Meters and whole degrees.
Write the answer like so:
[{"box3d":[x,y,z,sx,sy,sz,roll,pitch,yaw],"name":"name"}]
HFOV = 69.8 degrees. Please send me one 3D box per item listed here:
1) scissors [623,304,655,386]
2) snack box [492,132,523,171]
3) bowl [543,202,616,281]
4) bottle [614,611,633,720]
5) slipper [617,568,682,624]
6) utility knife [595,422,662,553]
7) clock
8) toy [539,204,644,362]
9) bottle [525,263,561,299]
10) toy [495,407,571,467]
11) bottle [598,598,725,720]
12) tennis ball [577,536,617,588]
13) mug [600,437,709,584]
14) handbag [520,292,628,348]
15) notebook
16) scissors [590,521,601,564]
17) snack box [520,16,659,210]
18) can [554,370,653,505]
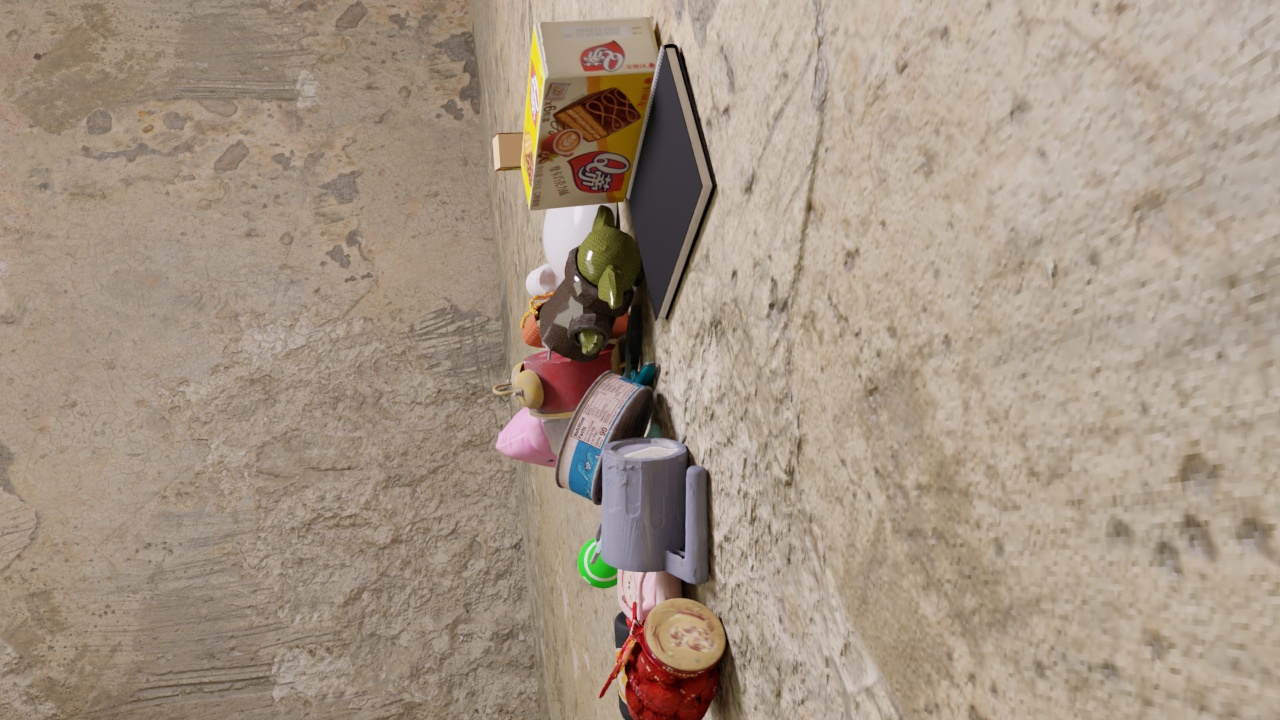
[{"box3d":[-0.005,0.006,0.988,0.155,0.019,0.124,146,119,-75],"name":"scissors"},{"box3d":[-0.114,-0.258,1.129,0.088,0.125,0.040,-144,50,-74],"name":"snack box"},{"box3d":[-0.083,-0.162,1.104,0.150,0.043,0.149,-17,70,57],"name":"bowl"},{"box3d":[0.006,0.359,0.979,0.059,0.059,0.182,-146,52,-75],"name":"bottle"},{"box3d":[0.003,0.215,0.946,0.221,0.055,0.107,-125,34,-71],"name":"slipper"},{"box3d":[-0.017,0.139,0.964,0.166,0.015,0.022,-64,30,21],"name":"utility knife"},{"box3d":[-0.095,0.016,1.073,0.117,0.158,0.081,-147,47,-75],"name":"clock"},{"box3d":[-0.049,-0.069,0.965,0.153,0.078,0.179,-57,26,33],"name":"toy"},{"box3d":[-0.128,-0.105,1.238,0.136,0.044,0.044,-173,79,-76],"name":"bottle"},{"box3d":[-0.127,0.102,1.239,0.265,0.128,0.186,40,-148,-75],"name":"toy"},{"box3d":[0.020,0.264,0.797,0.098,0.099,0.111,-108,22,-46],"name":"bottle"},{"box3d":[-0.047,0.256,1.165,0.065,0.065,0.065,174,91,-78],"name":"tennis ball"},{"box3d":[0.017,0.133,0.829,0.124,0.083,0.104,13,107,52],"name":"mug"},{"box3d":[-0.086,-0.051,1.119,0.172,0.108,0.060,156,109,-77],"name":"handbag"},{"box3d":[0.022,-0.150,0.814,0.207,0.016,0.148,109,153,-61],"name":"notebook"},{"box3d":[-0.026,0.141,1.017,0.142,0.014,0.175,-19,53,64],"name":"scissors"},{"box3d":[-0.055,-0.235,0.905,0.231,0.110,0.061,116,144,-67],"name":"snack box"},{"box3d":[-0.035,0.078,0.926,0.129,0.044,0.130,-58,-17,-30],"name":"can"}]
